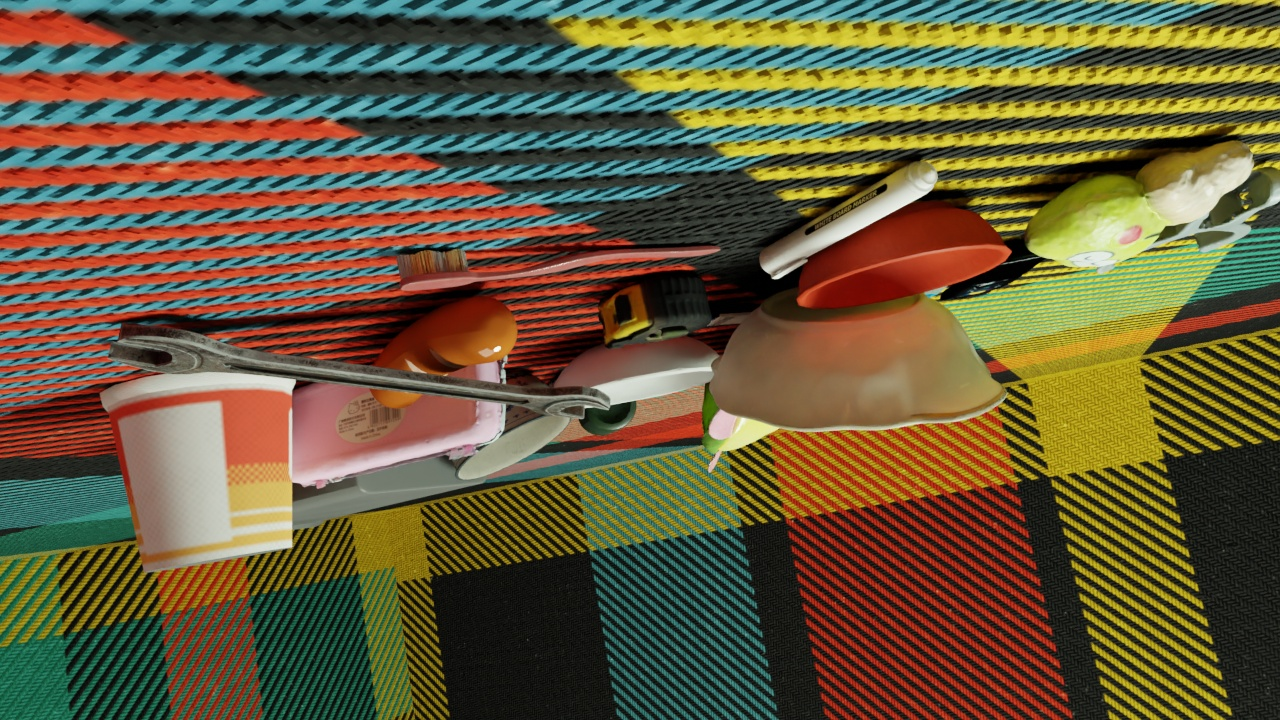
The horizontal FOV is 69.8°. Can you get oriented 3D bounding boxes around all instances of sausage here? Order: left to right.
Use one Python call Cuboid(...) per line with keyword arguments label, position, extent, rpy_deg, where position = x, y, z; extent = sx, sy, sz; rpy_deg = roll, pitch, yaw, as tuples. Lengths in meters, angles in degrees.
Cuboid(label="sausage", position=(-0.126, -0.005, 0.562), extent=(0.039, 0.044, 0.165), rpy_deg=(-9, 172, -38))

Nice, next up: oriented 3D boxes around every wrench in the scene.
Cuboid(label="wrench", position=(-0.151, 0.010, 0.519), extent=(0.273, 0.010, 0.070), rpy_deg=(8, 161, -16))

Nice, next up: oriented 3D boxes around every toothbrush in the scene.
Cuboid(label="toothbrush", position=(-0.034, -0.053, 0.475), extent=(0.184, 0.015, 0.015), rpy_deg=(-9, 172, -30))

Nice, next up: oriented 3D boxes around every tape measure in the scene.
Cuboid(label="tape measure", position=(0.014, -0.030, 0.583), extent=(0.067, 0.038, 0.063), rpy_deg=(-7, 170, -19))

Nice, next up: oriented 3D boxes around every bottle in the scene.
Cuboid(label="bottle", position=(-0.046, 0.059, 1.030), extent=(0.055, 0.055, 0.174), rpy_deg=(-8, 172, -12))

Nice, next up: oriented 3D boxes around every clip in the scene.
Cuboid(label="clip", position=(0.347, -0.088, 0.637), extent=(0.143, 0.029, 0.172), rpy_deg=(-15, 169, 19))

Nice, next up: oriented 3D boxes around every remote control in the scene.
Cuboid(label="remote control", position=(0.036, -0.033, 0.677), extent=(0.124, 0.011, 0.028), rpy_deg=(-5, 170, -31))
Cuboid(label="remote control", position=(0.268, -0.066, 0.709), extent=(0.041, 0.020, 0.152), rpy_deg=(-11, 172, 3))

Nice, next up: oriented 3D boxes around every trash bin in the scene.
Cuboid(label="trash bin", position=(-0.288, 0.095, 0.851), extent=(0.220, 0.097, 0.191), rpy_deg=(-15, 170, 23))

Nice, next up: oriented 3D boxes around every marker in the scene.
Cuboid(label="marker", position=(0.106, -0.071, 0.484), extent=(0.017, 0.020, 0.134), rpy_deg=(-1, 168, -27))

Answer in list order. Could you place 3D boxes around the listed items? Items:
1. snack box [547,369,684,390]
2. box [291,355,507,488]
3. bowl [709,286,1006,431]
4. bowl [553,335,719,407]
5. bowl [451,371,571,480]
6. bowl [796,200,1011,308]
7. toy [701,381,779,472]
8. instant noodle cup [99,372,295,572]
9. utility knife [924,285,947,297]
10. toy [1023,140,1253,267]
Cuboid(label="snack box", position=(-0.013, 0.020, 0.909), extent=(0.147, 0.025, 0.080), rpy_deg=(-7, 171, -17))
Cuboid(label="box", position=(-0.183, 0.043, 0.675), extent=(0.203, 0.086, 0.044), rpy_deg=(-15, 161, 25))
Cuboid(label="bowl", position=(0.139, -0.014, 0.628), extent=(0.188, 0.060, 0.220), rpy_deg=(-22, -157, -37))
Cuboid(label="bowl", position=(-0.005, 0.004, 0.763), extent=(0.149, 0.043, 0.149), rpy_deg=(-11, 171, -2))
Cuboid(label="bowl", position=(-0.126, 0.053, 0.825), extent=(0.115, 0.059, 0.116), rpy_deg=(-29, 165, -8))
Cuboid(label="bowl", position=(0.149, -0.063, 0.537), extent=(0.122, 0.035, 0.122), rpy_deg=(-10, 171, -2))
Cuboid(label="toy", position=(0.110, 0.026, 0.862), extent=(0.190, 0.088, 0.237), rpy_deg=(-52, 171, 13))
Cuboid(label="instant noodle cup", position=(-0.299, 0.078, 0.638), extent=(0.123, 0.121, 0.123), rpy_deg=(-10, 171, -2))
Cuboid(label="utility knife", position=(0.228, -0.046, 0.808), extent=(0.031, 0.015, 0.158), rpy_deg=(-5, 172, -4))
Cuboid(label="toy", position=(0.278, -0.086, 0.513), extent=(0.115, 0.046, 0.092), rpy_deg=(-26, 161, 34))
